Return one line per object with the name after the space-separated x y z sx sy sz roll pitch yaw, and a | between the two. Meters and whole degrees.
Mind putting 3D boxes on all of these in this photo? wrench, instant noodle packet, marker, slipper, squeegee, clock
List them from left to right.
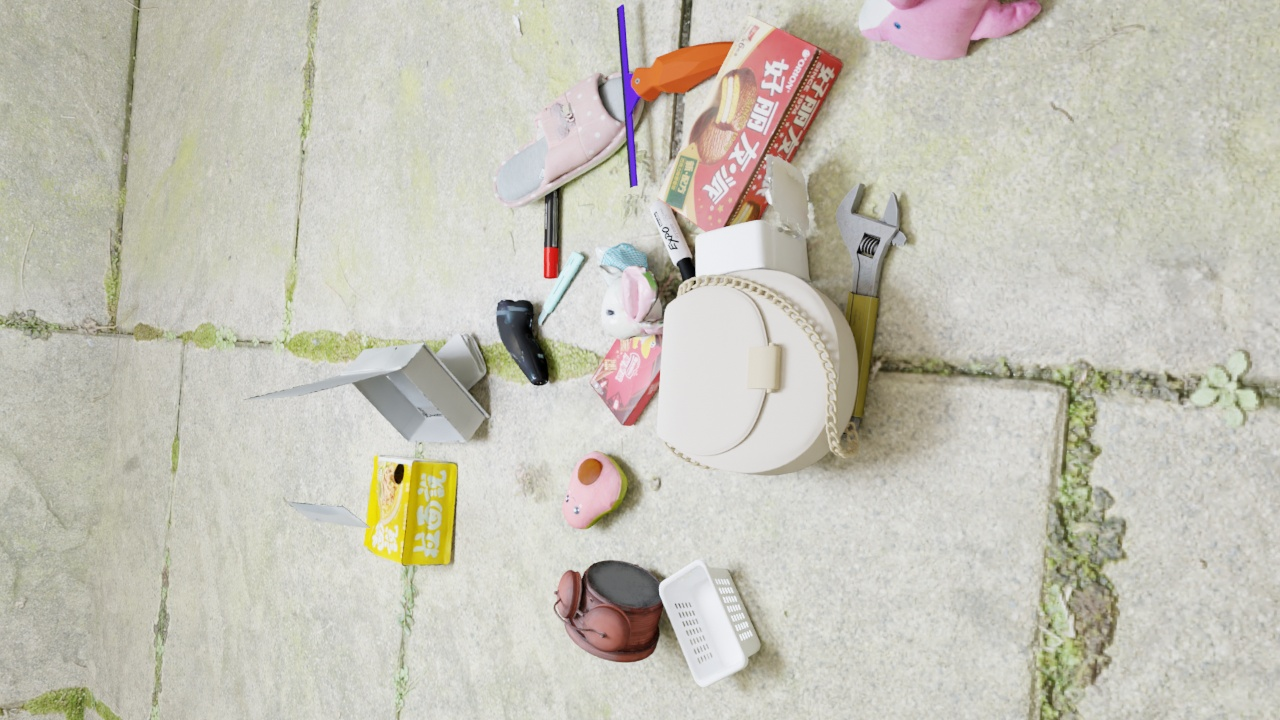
-0.395 0.238 1.491 0.222 0.084 0.163 -3 83 48 | instant noodle packet
-0.128 -0.190 1.312 0.023 0.021 0.145 170 101 -70 | marker
-0.110 -0.304 1.265 0.275 0.054 0.114 -32 64 27 | slipper
-0.037 0.299 1.100 0.120 0.157 0.072 31 113 39 | clock
0.045 -0.144 1.148 0.025 0.025 0.125 -38 63 34 | marker
0.048 -0.360 1.143 0.185 0.055 0.249 -9 80 31 | squeegee
0.231 -0.051 0.974 0.084 0.018 0.273 11 94 42 | wrench

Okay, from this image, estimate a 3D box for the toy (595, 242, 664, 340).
-0.020 -0.084 1.135 0.106 0.131 0.205 -52 37 7 | toy

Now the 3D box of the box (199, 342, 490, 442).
-0.409 0.043 1.317 0.167 0.368 0.150 -5 80 42 | box

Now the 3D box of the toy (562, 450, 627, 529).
-0.063 0.175 1.202 0.090 0.051 0.110 45 117 36 | toy

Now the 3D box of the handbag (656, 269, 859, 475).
0.122 0.015 0.969 0.209 0.103 0.210 -1 81 31 | handbag

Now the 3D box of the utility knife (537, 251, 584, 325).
-0.114 -0.101 1.298 0.022 0.015 0.129 51 122 31 | utility knife

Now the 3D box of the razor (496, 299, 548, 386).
-0.162 -0.029 1.312 0.064 0.053 0.140 -39 64 24 | razor

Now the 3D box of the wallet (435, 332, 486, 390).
-0.289 0.016 1.439 0.116 0.032 0.086 -34 76 34 | wallet

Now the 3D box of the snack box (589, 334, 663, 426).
-0.007 0.007 1.185 0.089 0.021 0.133 50 118 34 | snack box

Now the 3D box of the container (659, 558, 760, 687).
0.084 0.300 1.060 0.081 0.049 0.129 -41 61 33 | container

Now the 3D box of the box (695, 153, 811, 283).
0.132 -0.154 1.014 0.124 0.108 0.136 -10 81 39 | box

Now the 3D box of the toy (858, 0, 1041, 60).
0.317 -0.359 0.858 0.128 0.186 0.266 49 152 -8 | toy

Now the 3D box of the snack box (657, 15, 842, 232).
0.122 -0.262 1.062 0.113 0.060 0.237 42 114 35 | snack box
